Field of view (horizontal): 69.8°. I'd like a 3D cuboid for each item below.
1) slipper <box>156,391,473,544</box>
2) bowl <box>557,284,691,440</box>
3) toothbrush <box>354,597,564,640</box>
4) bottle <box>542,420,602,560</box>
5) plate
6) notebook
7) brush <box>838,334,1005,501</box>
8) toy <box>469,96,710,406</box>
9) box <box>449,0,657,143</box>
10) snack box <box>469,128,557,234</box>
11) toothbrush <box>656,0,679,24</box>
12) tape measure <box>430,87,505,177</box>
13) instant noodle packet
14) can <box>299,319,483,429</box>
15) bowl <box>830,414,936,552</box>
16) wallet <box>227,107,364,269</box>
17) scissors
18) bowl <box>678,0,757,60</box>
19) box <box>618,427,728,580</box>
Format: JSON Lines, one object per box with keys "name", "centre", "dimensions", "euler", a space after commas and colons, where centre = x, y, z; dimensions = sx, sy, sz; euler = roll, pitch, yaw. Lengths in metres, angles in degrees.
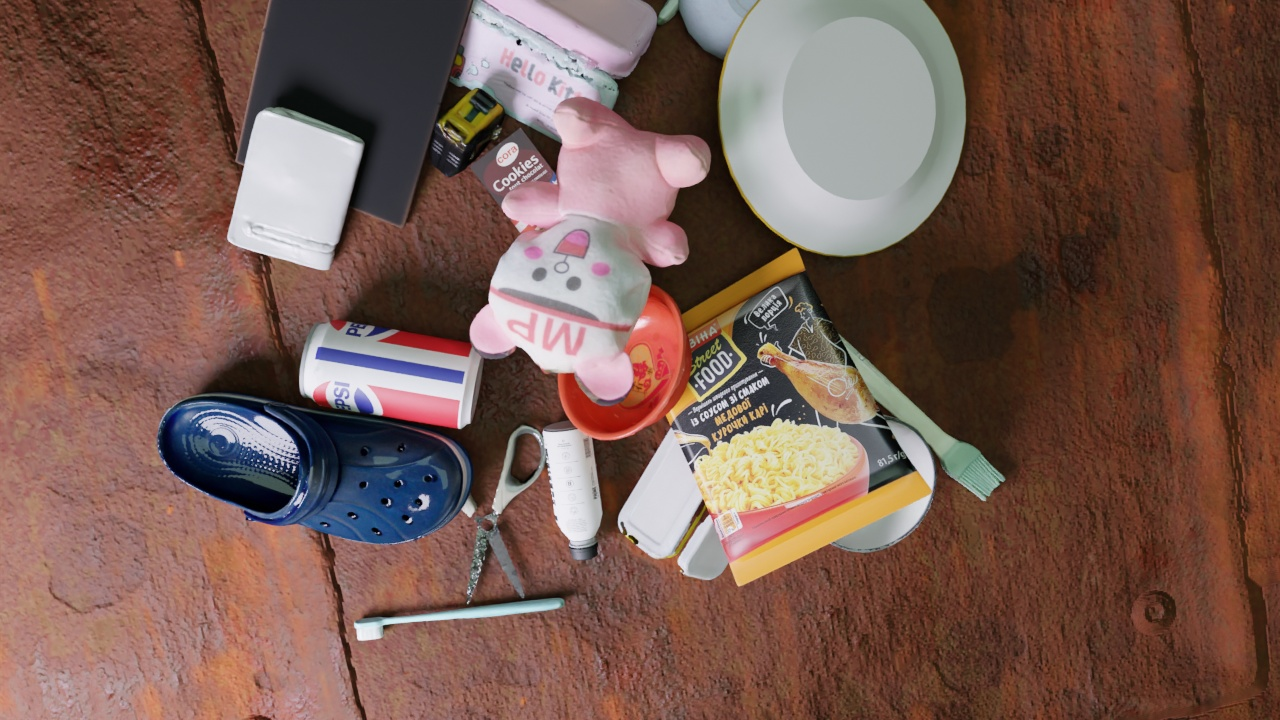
{"name": "slipper", "centre": [-0.264, 0.091, 0.728], "dimensions": [0.253, 0.095, 0.105], "euler": [12, 96, 1]}
{"name": "bowl", "centre": [-0.004, 0.004, 0.739], "dimensions": [0.045, 0.130, 0.130], "euler": [23, 96, -48]}
{"name": "toothbrush", "centre": [-0.155, 0.221, 0.792], "dimensions": [0.180, 0.016, 0.016], "euler": [-7, 94, -3]}
{"name": "bottle", "centre": [-0.055, 0.110, 0.773], "dimensions": [0.041, 0.041, 0.116], "euler": [-8, 97, -3]}
{"name": "plate", "centre": [0.170, -0.198, 0.730], "dimensions": [0.229, 0.021, 0.230], "euler": [-3, 98, -20]}
{"name": "notebook", "centre": [-0.220, -0.222, 0.703], "dimensions": [0.141, 0.008, 0.209], "euler": [21, 114, -6]}
{"name": "brush", "centre": [0.231, 0.044, 0.800], "dimensions": [0.217, 0.012, 0.033], "euler": [41, 92, -6]}
{"name": "toy", "centre": [-0.038, -0.083, 0.695], "dimensions": [0.142, 0.084, 0.213], "euler": [20, 92, 2]}
{"name": "box", "centre": [-0.100, -0.265, 0.728], "dimensions": [0.201, 0.103, 0.100], "euler": [29, 55, -6]}
{"name": "snack box", "centre": [-0.074, -0.115, 0.749], "dimensions": [0.051, 0.031, 0.141], "euler": [-37, 98, 1]}
{"name": "toothbrush", "centre": [0.070, -0.349, 0.740], "dimensions": [0.017, 0.016, 0.189], "euler": [37, 93, 3]}
{"name": "tape measure", "centre": [-0.134, -0.180, 0.722], "dimensions": [0.038, 0.067, 0.062], "euler": [37, 63, -6]}
{"name": "instant noodle packet", "centre": [0.100, 0.041, 0.721], "dimensions": [0.160, 0.032, 0.220], "euler": [-30, 68, 15]}
{"name": "can", "centre": [-0.197, 0.011, 0.736], "dimensions": [0.132, 0.070, 0.070], "euler": [10, 96, -5]}
{"name": "bowl", "centre": [0.180, 0.095, 0.768], "dimensions": [0.116, 0.065, 0.116], "euler": [-2, 102, -12]}
{"name": "wallet", "centre": [-0.271, -0.135, 0.725], "dimensions": [0.086, 0.032, 0.116], "euler": [22, 109, -14]}
{"name": "scissors", "centre": [-0.132, 0.122, 0.782], "dimensions": [0.157, 0.012, 0.169], "euler": [40, 93, -5]}
{"name": "bowl", "centre": [0.086, -0.293, 0.725], "dimensions": [0.106, 0.039, 0.106], "euler": [-3, 104, -13]}
{"name": "box", "centre": [0.075, 0.081, 0.789], "dimensions": [0.084, 0.080, 0.210], "euler": [33, 94, 33]}
